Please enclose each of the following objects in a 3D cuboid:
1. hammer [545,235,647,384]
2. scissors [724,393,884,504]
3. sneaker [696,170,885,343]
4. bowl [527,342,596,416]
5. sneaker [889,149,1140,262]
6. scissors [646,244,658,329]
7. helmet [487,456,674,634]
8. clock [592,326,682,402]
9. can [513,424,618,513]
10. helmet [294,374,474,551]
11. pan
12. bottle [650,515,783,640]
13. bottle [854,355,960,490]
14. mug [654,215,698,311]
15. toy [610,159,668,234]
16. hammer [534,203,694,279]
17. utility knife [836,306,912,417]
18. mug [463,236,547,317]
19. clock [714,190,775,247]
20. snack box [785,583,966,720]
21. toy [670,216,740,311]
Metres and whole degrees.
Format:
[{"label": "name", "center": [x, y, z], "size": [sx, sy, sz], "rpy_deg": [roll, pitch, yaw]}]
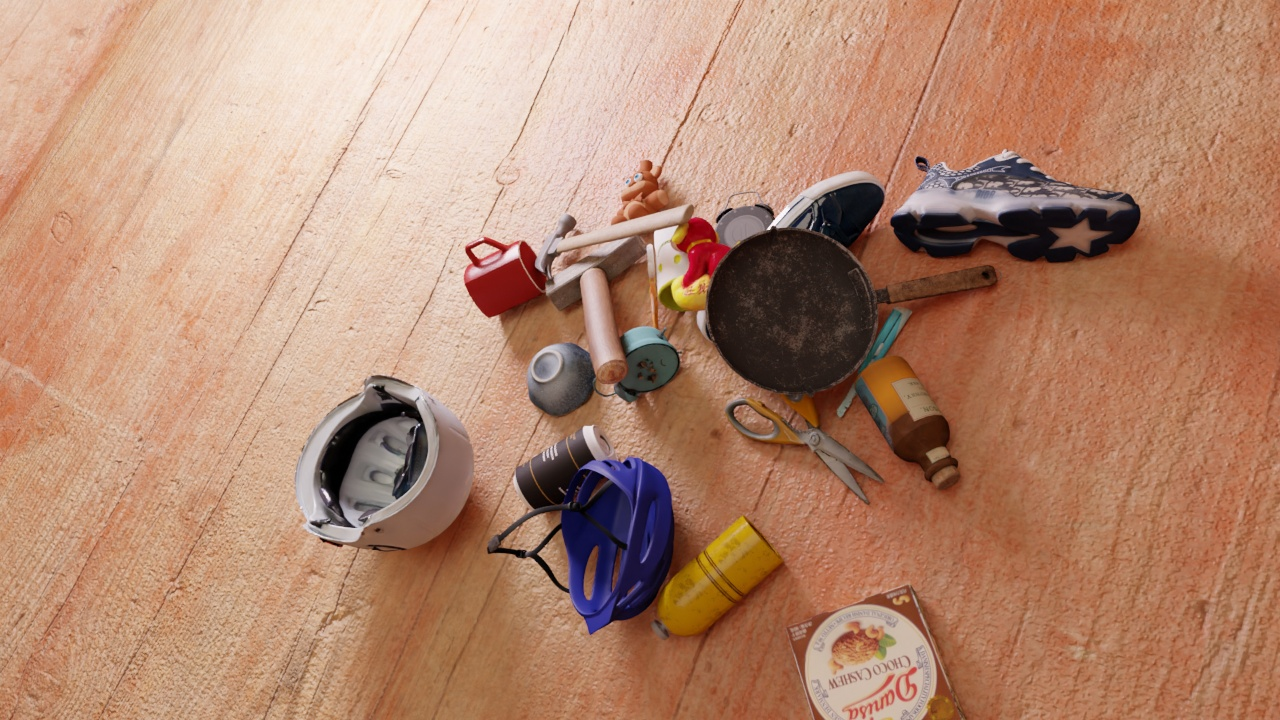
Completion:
[{"label": "hammer", "center": [-0.048, -0.064, 1.232], "size": [0.158, 0.037, 0.300], "rpy_deg": [-30, 32, 11]}, {"label": "scissors", "center": [0.191, 0.090, 1.103], "size": [0.166, 0.016, 0.225], "rpy_deg": [-45, 65, 30]}, {"label": "sneaker", "center": [0.211, -0.107, 1.150], "size": [0.295, 0.120, 0.127], "rpy_deg": [-45, 42, 5]}, {"label": "bowl", "center": [-0.119, 0.019, 1.291], "size": [0.110, 0.055, 0.110], "rpy_deg": [-11, 62, 22]}, {"label": "sneaker", "center": [0.441, -0.197, 1.083], "size": [0.270, 0.103, 0.132], "rpy_deg": [6, 63, 33]}, {"label": "scissors", "center": [0.018, -0.100, 1.264], "size": [0.012, 0.084, 0.133], "rpy_deg": [-5, 65, 3]}, {"label": "helmet", "center": [-0.066, 0.194, 1.074], "size": [0.148, 0.227, 0.241], "rpy_deg": [-45, 33, 39]}, {"label": "clock", "center": [-0.007, 0.007, 1.219], "size": [0.124, 0.090, 0.053], "rpy_deg": [-30, 45, 7]}, {"label": "can", "center": [-0.099, 0.143, 1.208], "size": [0.129, 0.072, 0.072], "rpy_deg": [-32, 56, 10]}, {"label": "helmet", "center": [-0.342, 0.157, 1.275], "size": [0.265, 0.163, 0.236], "rpy_deg": [-1, 62, 34]}, {"label": "pan", "center": [0.252, -0.069, 1.089], "size": [0.357, 0.040, 0.207], "rpy_deg": [-9, 78, -4]}, {"label": "bottle", "center": [0.080, 0.259, 1.061], "size": [0.164, 0.071, 0.071], "rpy_deg": [-43, 55, 3]}, {"label": "bottle", "center": [0.307, 0.073, 1.033], "size": [0.068, 0.068, 0.156], "rpy_deg": [-32, 56, 10]}, {"label": "mug", "center": [0.062, -0.133, 1.252], "size": [0.083, 0.082, 0.106], "rpy_deg": [-15, 60, 20]}, {"label": "toy", "center": [-0.001, -0.243, 1.350], "size": [0.095, 0.065, 0.127], "rpy_deg": [-18, 56, 40]}, {"label": "hammer", "center": [-0.040, -0.175, 1.274], "size": [0.332, 0.030, 0.119], "rpy_deg": [-2, 53, 50]}, {"label": "utility knife", "center": [0.282, 0.003, 1.113], "size": [0.022, 0.015, 0.158], "rpy_deg": [30, 83, 10]}, {"label": "mug", "center": [-0.209, -0.135, 1.374], "size": [0.097, 0.116, 0.080], "rpy_deg": [-23, 29, 16]}, {"label": "clock", "center": [0.145, -0.167, 1.246], "size": [0.091, 0.044, 0.122], "rpy_deg": [-7, 66, 17]}, {"label": "snack box", "center": [0.243, 0.328, 0.958], "size": [0.143, 0.041, 0.146], "rpy_deg": [-24, 57, 15]}, {"label": "toy", "center": [0.082, -0.125, 1.159], "size": [0.106, 0.067, 0.137], "rpy_deg": [-24, 57, 21]}]
